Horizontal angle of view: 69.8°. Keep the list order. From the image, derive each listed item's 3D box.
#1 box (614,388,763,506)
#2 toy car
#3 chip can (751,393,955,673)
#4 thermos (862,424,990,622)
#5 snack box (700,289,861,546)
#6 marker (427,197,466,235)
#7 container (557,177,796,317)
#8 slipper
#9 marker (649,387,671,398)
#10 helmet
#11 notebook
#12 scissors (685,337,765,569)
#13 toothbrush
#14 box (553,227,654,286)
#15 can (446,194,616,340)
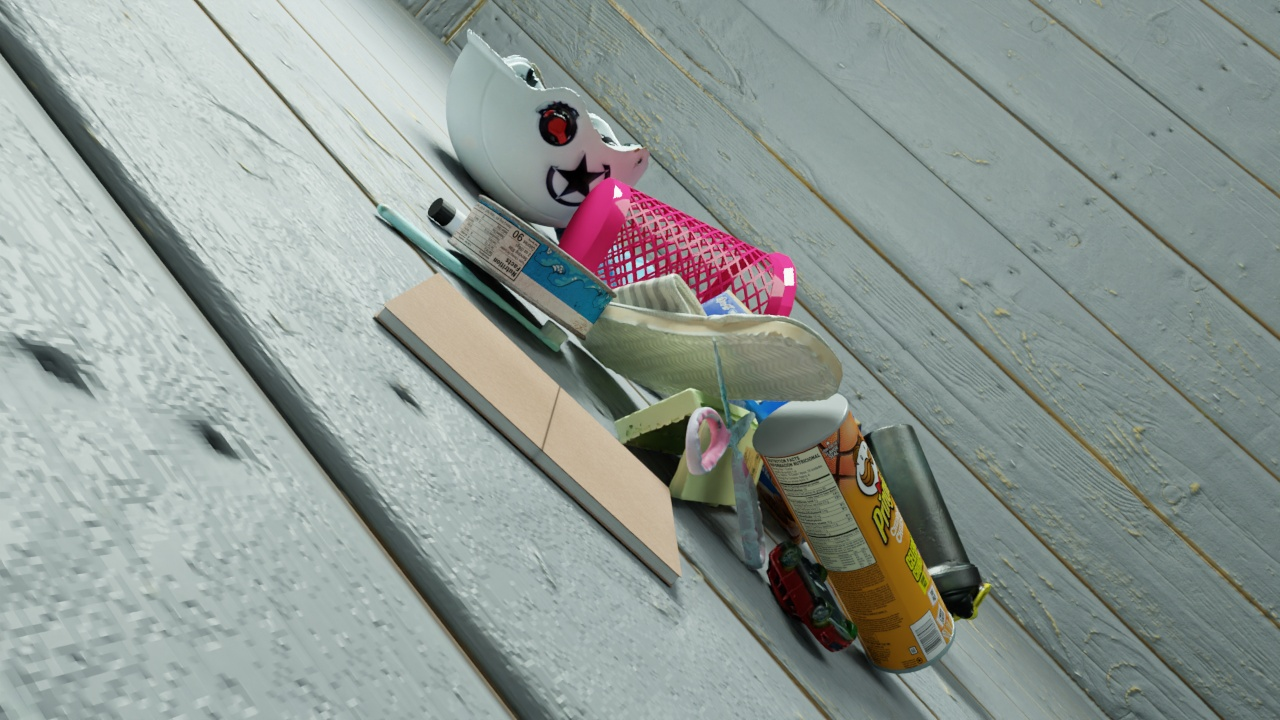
[{"bbox_3d":[0.053,0.063,0.718,0.090,0.077,0.188,49,10,23],"label":"box"},{"bbox_3d":[0.119,0.166,0.647,0.042,0.036,0.091,41,8,-31],"label":"toy car"},{"bbox_3d":[0.164,0.133,0.698,0.215,0.075,0.075,60,3,-19],"label":"chip can"},{"bbox_3d":[0.307,0.184,1.021,0.098,0.098,0.220,32,40,-59],"label":"thermos"},{"bbox_3d":[0.118,0.055,0.890,0.202,0.069,0.155,51,-19,37],"label":"snack box"},{"bbox_3d":[-0.122,-0.090,0.788,0.145,0.019,0.019,39,10,-40],"label":"marker"},{"bbox_3d":[0.028,-0.093,1.031,0.225,0.183,0.183,28,14,-23],"label":"container"},{"bbox_3d":[0.045,-0.015,0.723,0.273,0.054,0.114,9,-36,49],"label":"slipper"},{"bbox_3d":[-0.005,0.005,0.902,0.133,0.020,0.017,36,8,-49],"label":"marker"},{"bbox_3d":[-0.133,-0.262,1.107,0.264,0.164,0.236,31,10,-35],"label":"helmet"},{"bbox_3d":[-0.056,0.032,0.538,0.209,0.008,0.141,44,8,-9],"label":"notebook"},{"bbox_3d":[0.062,0.070,0.637,0.170,0.013,0.172,-30,108,-71],"label":"scissors"},{"bbox_3d":[-0.118,-0.059,0.668,0.180,0.016,0.016,38,8,-36],"label":"toothbrush"},{"bbox_3d":[-0.039,-0.117,1.204,0.176,0.048,0.231,32,18,-25],"label":"box"},{"bbox_3d":[-0.083,-0.071,0.708,0.130,0.044,0.130,36,0,0],"label":"can"}]
